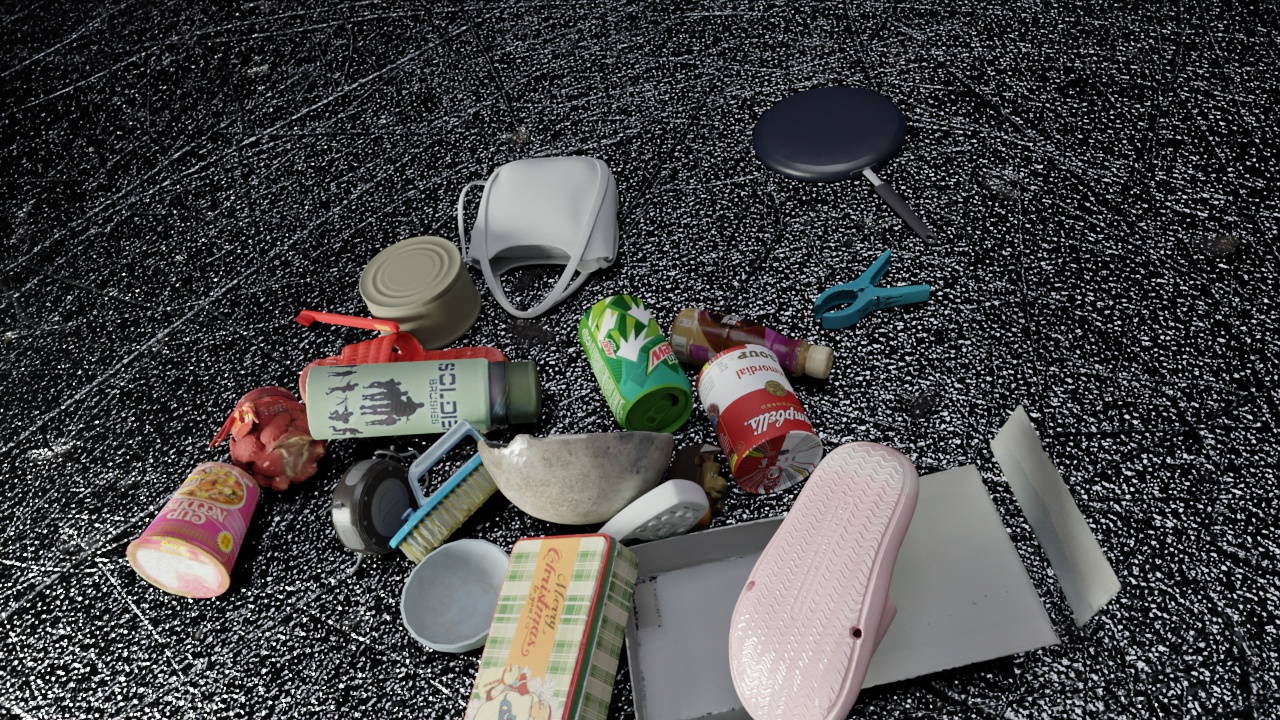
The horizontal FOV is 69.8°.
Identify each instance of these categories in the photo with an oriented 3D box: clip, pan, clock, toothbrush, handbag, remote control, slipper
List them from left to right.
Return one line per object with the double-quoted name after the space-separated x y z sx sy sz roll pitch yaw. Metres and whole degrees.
-0.352 -0.044 1.089 0.213 0.012 0.017 8 49 42 "toothbrush"
-0.256 0.138 0.887 0.044 0.091 0.122 -1 31 24 "clock"
-0.271 0.012 1.026 0.249 0.059 0.103 -3 48 9 "slipper"
-0.132 -0.145 1.140 0.216 0.096 0.222 1 61 16 "handbag"
0.009 0.143 0.801 0.115 0.060 0.028 -40 47 27 "remote control"
0.134 0.160 0.660 0.107 0.055 0.221 13 70 39 "slipper"
0.275 -0.253 1.158 0.198 0.021 0.356 -21 48 -6 "pan"
0.240 -0.078 1.004 0.119 0.027 0.102 -27 45 -11 "clip"

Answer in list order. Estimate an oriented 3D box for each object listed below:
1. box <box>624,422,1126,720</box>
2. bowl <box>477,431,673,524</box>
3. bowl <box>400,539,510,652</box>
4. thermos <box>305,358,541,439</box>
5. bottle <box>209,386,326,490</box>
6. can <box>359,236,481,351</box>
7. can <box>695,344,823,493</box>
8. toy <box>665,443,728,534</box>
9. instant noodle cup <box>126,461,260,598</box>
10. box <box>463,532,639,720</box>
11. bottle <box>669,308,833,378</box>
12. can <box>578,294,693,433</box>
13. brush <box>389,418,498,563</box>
0.160 0.188 0.733 0.369 0.098 0.165 -17 47 7 "box"
-0.056 0.108 0.838 0.178 0.178 0.081 -3 84 11 "bowl"
-0.158 0.217 0.825 0.106 0.039 0.106 -7 47 8 "bowl"
-0.218 0.041 0.950 0.231 0.082 0.082 -3 46 -9 "thermos"
-0.389 0.081 0.968 0.098 0.099 0.111 -30 44 -14 "bottle"
-0.262 -0.081 1.096 0.128 0.073 0.127 -7 47 8 "can"
0.110 0.054 0.873 0.086 0.087 0.116 -18 47 -3 "can"
0.053 0.127 0.843 0.063 0.076 0.100 -10 66 42 "toy"
-0.433 0.163 0.912 0.098 0.098 0.108 -3 41 11 "instant noodle cup"
-0.076 0.241 0.735 0.118 0.051 0.205 -8 52 35 "box"
0.115 -0.013 0.951 0.166 0.060 0.059 12 53 24 "bottle"
-0.006 0.006 0.948 0.083 0.083 0.144 -22 47 -6 "can"
-0.193 0.127 0.888 0.075 0.055 0.135 44 65 3 "brush"
